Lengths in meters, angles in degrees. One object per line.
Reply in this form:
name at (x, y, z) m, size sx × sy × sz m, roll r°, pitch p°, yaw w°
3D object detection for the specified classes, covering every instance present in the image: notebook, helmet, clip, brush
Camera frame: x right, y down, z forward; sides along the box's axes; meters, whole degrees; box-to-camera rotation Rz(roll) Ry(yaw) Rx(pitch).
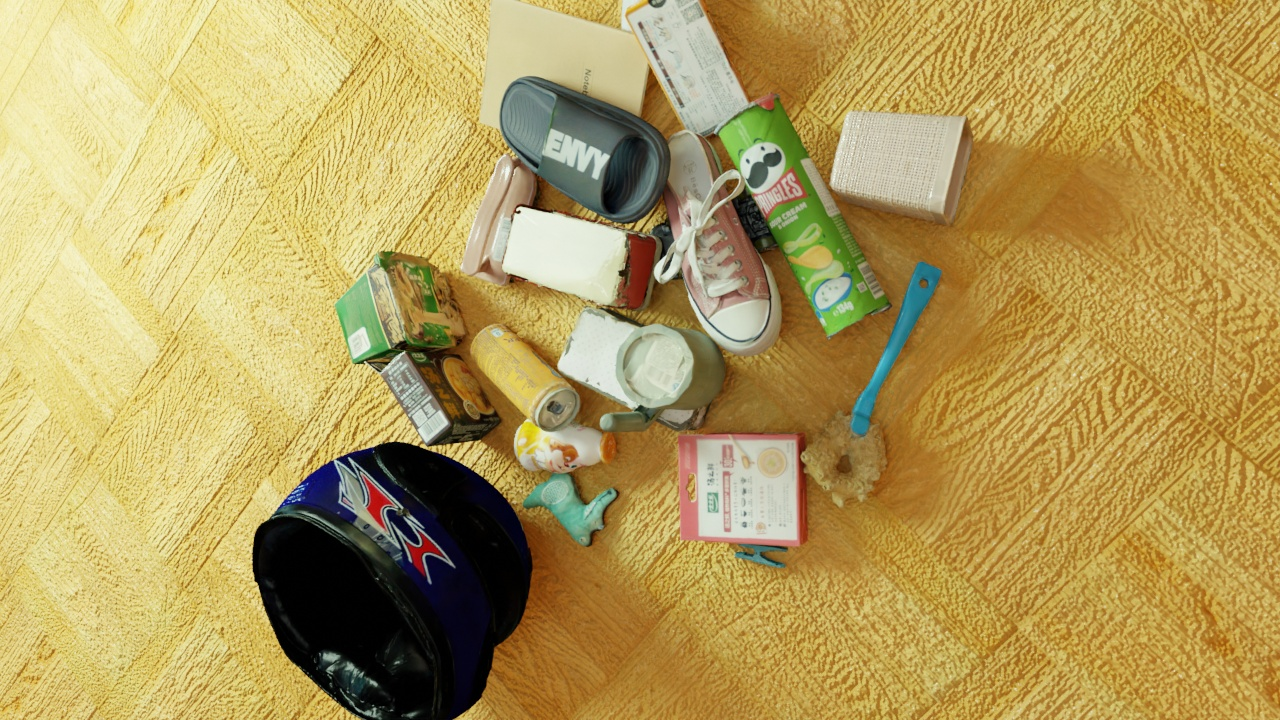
notebook at (-0.088, -0.309, 1.023) m, size 0.208 × 0.008 × 0.148 m, roll 23°, pitch 121°, yaw 20°
helmet at (-0.235, 0.224, 0.976) m, size 0.316 × 0.239 × 0.248 m, roll 27°, pitch 117°, yaw 28°
clip at (0.126, 0.202, 0.960) m, size 0.056 × 0.014 × 0.043 m, roll 6°, pitch 91°, yaw 22°
brush at (0.234, 0.023, 0.903) m, size 0.083 × 0.046 × 0.255 m, roll 23°, pitch 94°, yaw 5°
brush at (-0.158, -0.161, 1.044) m, size 0.063 × 0.073 × 0.145 m, roll 21°, pitch 95°, yaw 21°

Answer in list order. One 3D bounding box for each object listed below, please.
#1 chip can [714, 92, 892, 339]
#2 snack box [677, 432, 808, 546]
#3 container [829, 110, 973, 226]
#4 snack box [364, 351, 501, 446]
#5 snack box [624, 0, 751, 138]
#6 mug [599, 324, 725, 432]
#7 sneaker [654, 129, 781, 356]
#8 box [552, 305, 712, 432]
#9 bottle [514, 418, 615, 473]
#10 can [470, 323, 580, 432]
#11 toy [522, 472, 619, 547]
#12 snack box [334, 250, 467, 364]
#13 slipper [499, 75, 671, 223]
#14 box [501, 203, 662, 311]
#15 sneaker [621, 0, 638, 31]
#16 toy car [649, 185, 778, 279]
chip can at (0.159, -0.140, 0.895) m, size 0.072 × 0.072 × 0.236 m, roll -29°, pitch 88°, yaw 19°
snack box at (0.106, 0.131, 0.952) m, size 0.127 × 0.044 × 0.113 m, roll -1°, pitch 90°, yaw 20°
container at (0.248, -0.187, 0.877) m, size 0.111 × 0.089 × 0.090 m, roll 14°, pitch 94°, yaw 23°
snack box at (-0.234, 0.037, 1.050) m, size 0.053 × 0.113 × 0.125 m, roll -38°, pitch 77°, yaw 15°
snack box at (0.052, -0.307, 0.944) m, size 0.075 × 0.026 × 0.154 m, roll -23°, pitch 117°, yaw 19°
mug at (0.017, 0.023, 0.896) m, size 0.083 × 0.103 × 0.124 m, roll 43°, pitch 101°, yaw 16°
sneaker at (0.067, -0.118, 0.902) m, size 0.118 × 0.087 × 0.241 m, roll -21°, pitch 81°, yaw 20°
box at (-0.006, 0.006, 0.992) m, size 0.184 × 0.059 × 0.090 m, roll 28°, pitch 98°, yaw 21°
bottle at (-0.083, 0.094, 1.016) m, size 0.108 × 0.063 × 0.063 m, roll 1°, pitch 90°, yaw 22°
can at (-0.129, 0.017, 1.014) m, size 0.146 × 0.058 × 0.058 m, roll 40°, pitch 104°, yaw 38°
toy at (-0.073, 0.163, 1.032) m, size 0.096 × 0.030 × 0.092 m, roll -42°, pitch 80°, yaw 8°
snack box at (-0.288, -0.048, 1.074) m, size 0.106 × 0.117 × 0.118 m, roll -26°, pitch 77°, yaw 24°
slipper at (-0.082, -0.224, 0.957) m, size 0.268 × 0.083 × 0.111 m, roll 37°, pitch 121°, yaw 35°
box at (-0.071, -0.111, 0.986) m, size 0.168 × 0.080 × 0.091 m, roll 19°, pitch 100°, yaw 33°
sneaker at (0.039, -0.449, 0.957) m, size 0.091 × 0.089 × 0.242 m, roll 9°, pitch 97°, yaw 37°
toy car at (0.082, -0.133, 0.965) m, size 0.158 × 0.042 × 0.070 m, roll -16°, pitch 83°, yaw 19°
